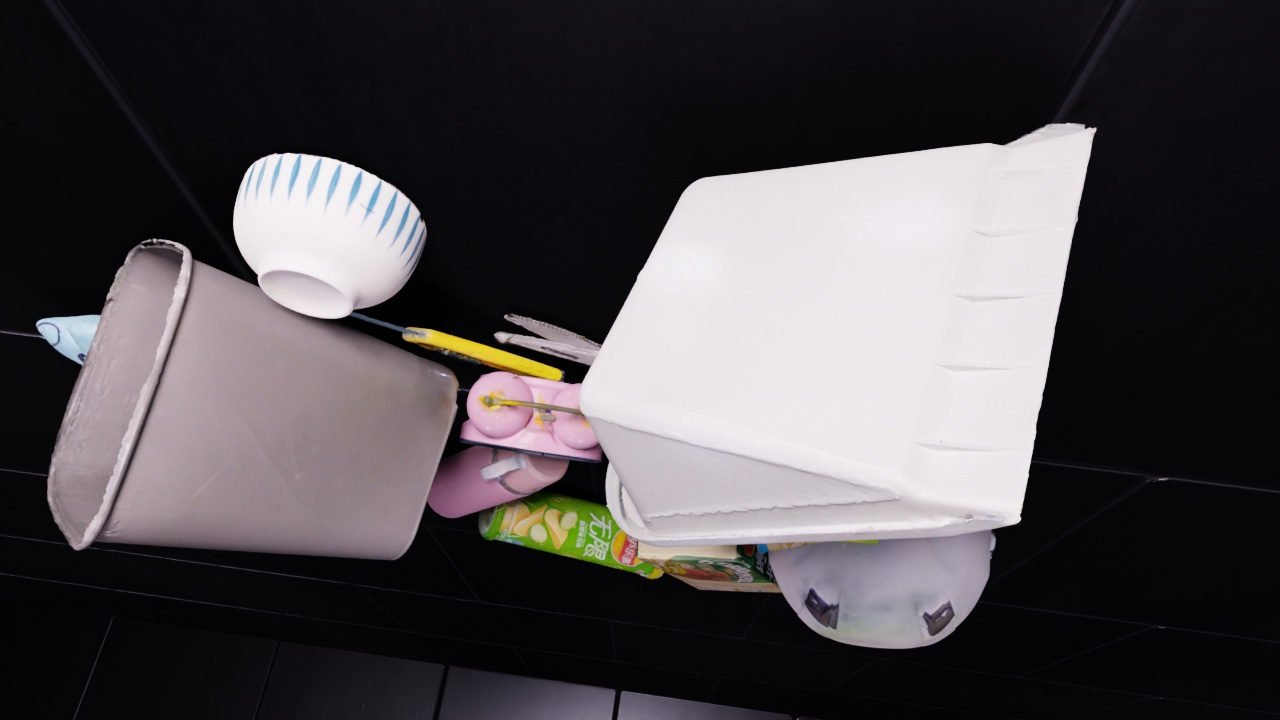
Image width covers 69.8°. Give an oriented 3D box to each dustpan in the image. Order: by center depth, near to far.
[{"bbox_3d":[0.082,0.005,0.482,0.258,0.222,0.143,6,144,30],"label":"dustpan"}]

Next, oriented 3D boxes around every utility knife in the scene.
[{"bbox_3d":[-0.138,-0.008,0.690,0.033,0.015,0.218,-1,166,44],"label":"utility knife"}]

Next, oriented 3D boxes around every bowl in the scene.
[{"bbox_3d":[-0.200,-0.068,0.578,0.116,0.066,0.117,7,153,3],"label":"bowl"}]

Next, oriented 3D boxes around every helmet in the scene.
[{"bbox_3d":[0.236,0.213,0.917,0.229,0.145,0.259,3,153,11],"label":"helmet"}]

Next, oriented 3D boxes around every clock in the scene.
[{"bbox_3d":[-0.083,0.046,0.736,0.117,0.059,0.159,10,173,-9],"label":"clock"}]

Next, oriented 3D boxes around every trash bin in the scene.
[{"bbox_3d":[-0.276,0.042,0.671,0.219,0.199,0.199,21,174,-40],"label":"trash bin"}]

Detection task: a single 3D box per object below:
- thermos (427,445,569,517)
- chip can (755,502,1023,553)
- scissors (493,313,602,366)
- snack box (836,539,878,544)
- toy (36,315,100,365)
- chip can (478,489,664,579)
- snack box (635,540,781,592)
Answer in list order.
[{"bbox_3d":[-0.152,0.114,0.915,0.087,0.067,0.199,-17,176,-41],"label":"thermos"},{"bbox_3d":[0.194,0.106,0.750,0.210,0.071,0.071,-13,149,13],"label":"chip can"},{"bbox_3d":[-0.008,0.011,0.733,0.198,0.015,0.213,-1,153,19],"label":"scissors"},{"bbox_3d":[0.135,0.118,0.826,0.156,0.085,0.026,1,153,16],"label":"snack box"},{"bbox_3d":[-0.434,-0.001,0.805,0.161,0.049,0.157,15,158,-16],"label":"toy"},{"bbox_3d":[-0.075,0.193,1.056,0.221,0.072,0.073,17,153,-18],"label":"chip can"},{"bbox_3d":[0.087,0.214,1.030,0.115,0.063,0.240,-3,158,21],"label":"snack box"}]
